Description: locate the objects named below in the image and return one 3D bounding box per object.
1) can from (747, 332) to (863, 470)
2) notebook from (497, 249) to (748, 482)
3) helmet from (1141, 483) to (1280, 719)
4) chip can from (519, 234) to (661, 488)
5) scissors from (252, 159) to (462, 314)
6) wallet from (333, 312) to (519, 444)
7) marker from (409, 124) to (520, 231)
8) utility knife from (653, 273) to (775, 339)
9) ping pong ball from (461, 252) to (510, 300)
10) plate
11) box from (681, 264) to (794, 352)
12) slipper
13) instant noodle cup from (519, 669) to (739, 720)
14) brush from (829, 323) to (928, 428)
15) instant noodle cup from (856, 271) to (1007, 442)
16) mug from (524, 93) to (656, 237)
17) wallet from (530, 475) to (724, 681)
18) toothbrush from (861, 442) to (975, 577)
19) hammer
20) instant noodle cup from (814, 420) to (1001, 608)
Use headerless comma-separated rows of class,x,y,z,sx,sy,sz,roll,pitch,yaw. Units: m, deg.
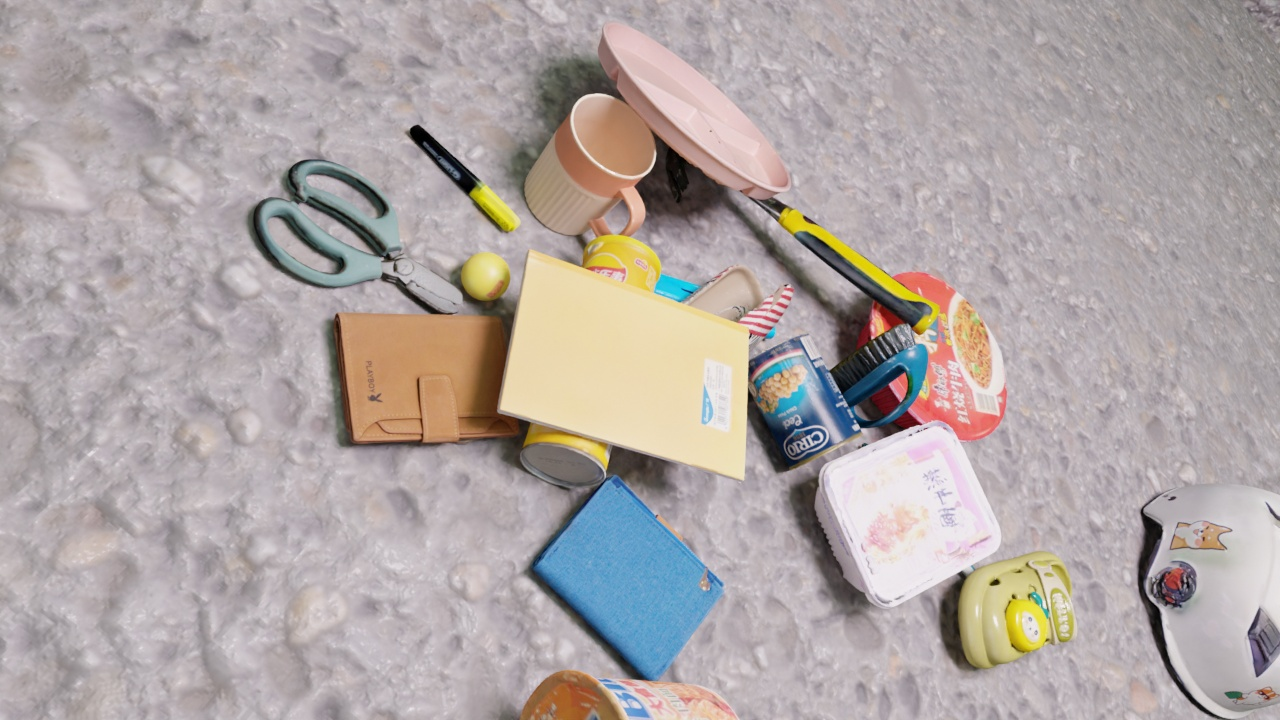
can,0.148,0.037,0.859,0.075,0.076,0.111,-19,78,-37
notebook,-0.004,0.004,0.725,0.206,0.010,0.145,18,59,-20
helmet,0.715,0.263,1.056,0.230,0.157,0.273,30,54,-16
chip can,-0.037,-0.003,0.763,0.072,0.072,0.212,26,56,-19
scissors,-0.223,-0.075,0.714,0.185,0.019,0.129,48,52,-1
wallet,-0.163,0.013,0.703,0.131,0.031,0.107,0,66,-31
marker,-0.154,-0.158,0.799,0.124,0.018,0.015,44,46,-6
utility knife,0.062,-0.056,0.887,0.159,0.018,0.034,17,60,-24
ping pong ball,-0.128,-0.069,0.757,0.040,0.040,0.040,14,60,-26
plate,0.050,-0.232,0.866,0.229,0.028,0.229,33,28,-21
box,0.063,-0.031,0.842,0.087,0.076,0.162,39,61,17
slipper,0.385,0.238,0.900,0.190,0.082,0.091,-10,87,-40
instant noodle cup,-0.002,0.280,0.605,0.111,0.152,0.151,10,62,-37
brush,0.221,0.024,0.866,0.055,0.144,0.073,-18,72,-30
instant noodle cup,0.300,0.005,0.978,0.193,0.066,0.193,14,60,-25
mug,-0.040,-0.157,0.814,0.081,0.106,0.114,-25,82,-38
wallet,-0.007,0.168,0.720,0.133,0.040,0.106,46,60,-6
toothbrush,0.282,0.159,0.923,0.018,0.016,0.191,-41,91,-29
hammer,0.162,-0.133,0.934,0.323,0.032,0.125,38,53,8
instant noodle cup,0.241,0.144,0.864,0.173,0.060,0.138,-17,79,-30
